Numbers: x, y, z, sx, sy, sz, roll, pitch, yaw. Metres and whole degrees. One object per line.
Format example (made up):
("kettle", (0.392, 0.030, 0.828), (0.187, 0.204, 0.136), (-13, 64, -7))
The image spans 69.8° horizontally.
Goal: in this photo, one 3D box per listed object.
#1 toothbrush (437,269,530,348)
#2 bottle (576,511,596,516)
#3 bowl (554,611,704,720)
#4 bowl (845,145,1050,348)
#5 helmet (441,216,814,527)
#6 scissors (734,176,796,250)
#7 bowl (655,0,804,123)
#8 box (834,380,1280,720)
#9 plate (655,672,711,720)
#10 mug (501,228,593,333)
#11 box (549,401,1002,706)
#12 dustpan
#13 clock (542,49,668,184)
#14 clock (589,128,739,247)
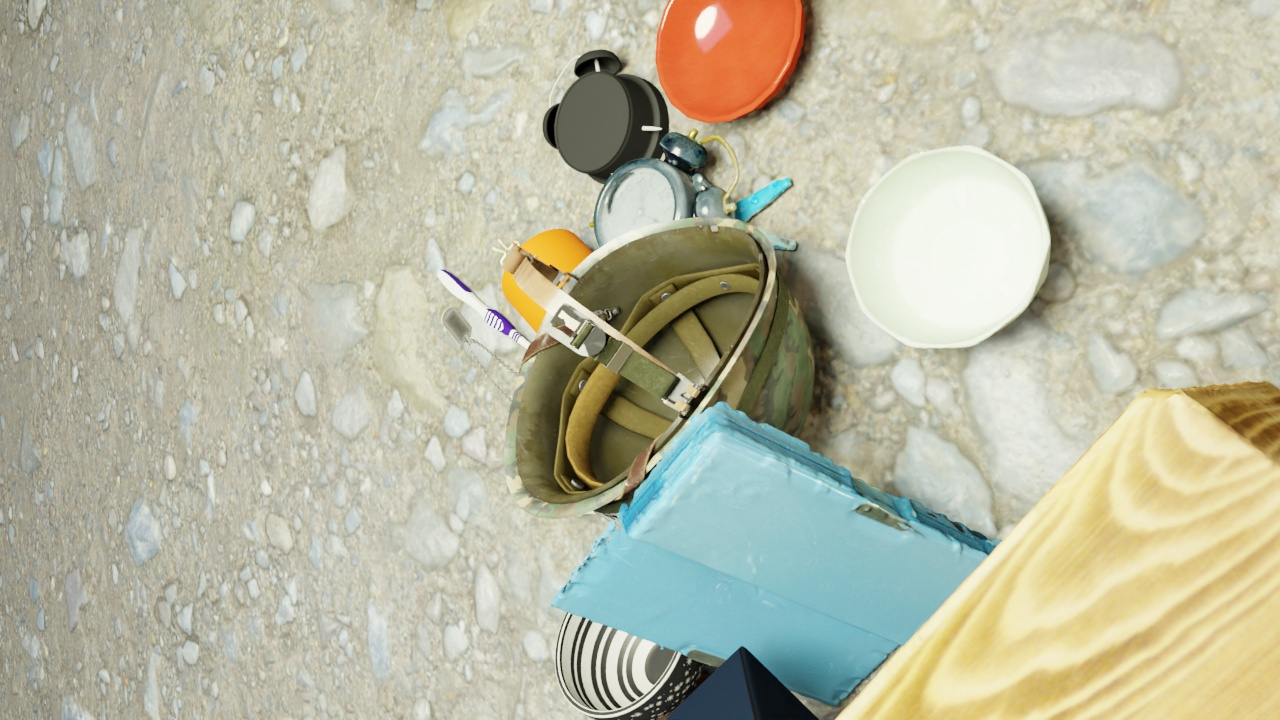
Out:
("toothbrush", (-0.133, -0.038, 0.832), (0.187, 0.016, 0.015), (37, 112, 32))
("bottle", (0.004, 0.110, 0.703), (0.185, 0.045, 0.045), (-7, 86, 39))
("bowl", (0.003, 0.215, 0.683), (0.120, 0.066, 0.120), (-26, 42, 25))
("bowl", (0.189, -0.064, 0.545), (0.118, 0.061, 0.117), (0, 91, 39))
("helmet", (-0.003, 0.004, 0.579), (0.224, 0.236, 0.193), (-39, 38, -7))
("scissors", (0.057, -0.089, 0.684), (0.137, 0.012, 0.127), (23, 103, 35))
("bowl", (0.069, -0.229, 0.658), (0.122, 0.035, 0.122), (0, 90, 39))
("box", (0.232, 0.170, 0.373), (0.220, 0.278, 0.259), (48, 118, 27))
("plate", (0.036, 0.301, 0.690), (0.132, 0.025, 0.131), (0, 90, 39))
("mug", (-0.056, -0.034, 0.740), (0.096, 0.077, 0.113), (47, 141, 29))
("box", (0.086, 0.132, 0.540), (0.175, 0.231, 0.033), (-53, 25, 28))
("dustpan", (0.114, 0.281, 0.518), (0.080, 0.273, 0.236), (-45, 94, 5))
("clock", (-0.033, -0.193, 0.735), (0.091, 0.042, 0.120), (-52, 60, 26))
("clock", (0.021, -0.112, 0.674), (0.130, 0.052, 0.090), (-36, 66, 27))
